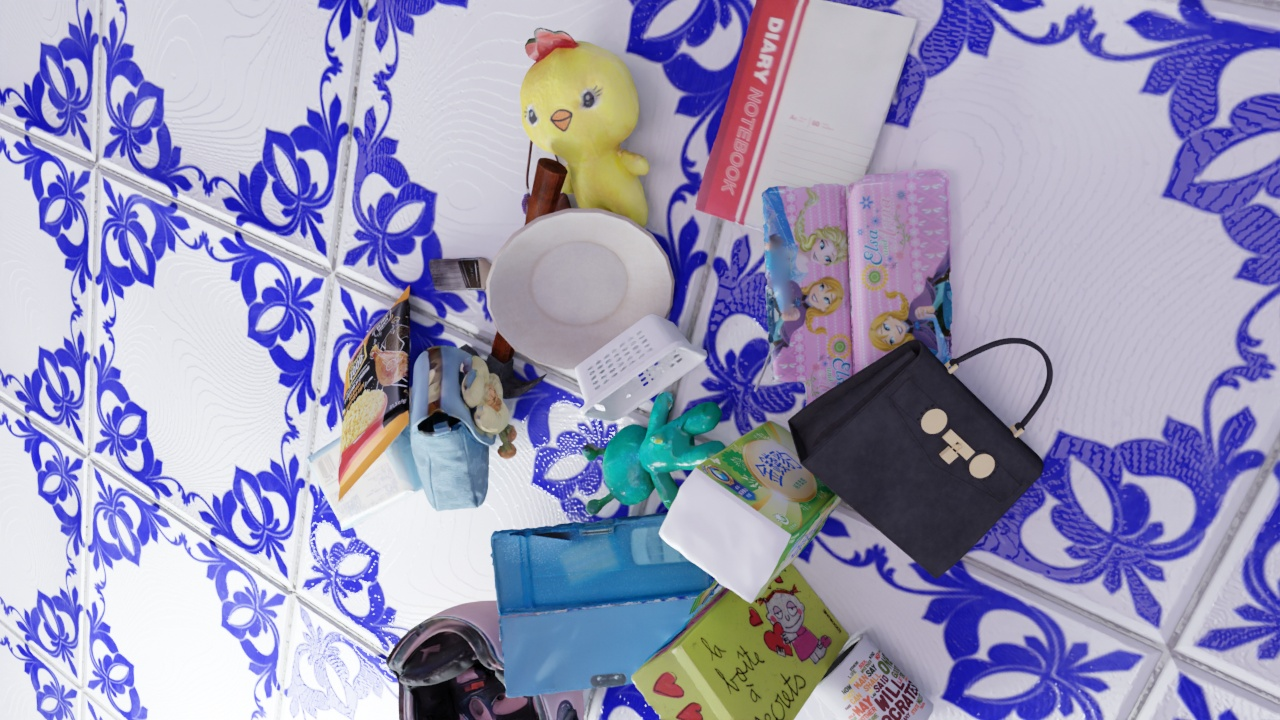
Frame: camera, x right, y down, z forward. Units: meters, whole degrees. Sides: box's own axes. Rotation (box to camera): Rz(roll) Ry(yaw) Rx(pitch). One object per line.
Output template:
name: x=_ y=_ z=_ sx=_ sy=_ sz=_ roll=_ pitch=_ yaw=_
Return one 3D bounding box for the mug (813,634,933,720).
mug: x=0.218 y=0.332 z=0.897 sx=0.089 sy=0.073 sz=0.105 roll=45 pitch=144 yaw=14

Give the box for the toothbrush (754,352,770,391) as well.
toothbrush: x=0.143 y=-0.054 z=0.841 sx=0.010 sy=0.010 sz=0.181 roll=22 pitch=89 yaw=24

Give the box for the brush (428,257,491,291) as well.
brush: x=-0.183 y=-0.100 z=1.054 sx=0.151 sy=0.012 sz=0.039 roll=1 pitch=102 yaw=29

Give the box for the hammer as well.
hammer: x=-0.128 y=-0.079 z=0.980 sx=0.111 sy=0.028 sz=0.301 roll=35 pitch=130 yaw=16

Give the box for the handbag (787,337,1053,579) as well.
handbag: x=0.261 y=0.058 z=0.774 sx=0.175 sy=0.072 sz=0.196 roll=40 pitch=110 yaw=-18

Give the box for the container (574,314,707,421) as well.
container: x=-0.006 y=0.005 z=0.931 sx=0.129 sy=0.080 sz=0.049 roll=-35 pitch=68 yaw=18

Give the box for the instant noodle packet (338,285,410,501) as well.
instant noodle packet: x=-0.314 y=0.036 z=1.085 sx=0.160 sy=0.032 sz=0.220 roll=-44 pitch=39 yaw=30

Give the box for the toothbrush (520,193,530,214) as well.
toothbrush: x=-0.107 y=-0.093 z=1.008 sx=0.016 sy=0.018 sz=0.182 roll=-11 pitch=96 yaw=5

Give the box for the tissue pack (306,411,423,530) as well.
tissue pack: x=-0.334 y=0.133 z=1.163 sx=0.182 sy=0.069 sz=0.112 roll=-28 pitch=87 yaw=29

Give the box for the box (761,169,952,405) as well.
box: x=0.191 y=-0.047 z=0.810 sx=0.159 sy=0.035 sz=0.230 roll=-3 pitch=101 yaw=9

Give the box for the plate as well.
plate: x=-0.060 y=-0.074 z=0.933 sx=0.188 sy=0.027 sz=0.189 roll=-4 pitch=126 yaw=-5

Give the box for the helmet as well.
helmet: x=-0.165 y=0.396 z=1.077 sx=0.231 sy=0.152 sz=0.255 roll=-23 pitch=92 yaw=30

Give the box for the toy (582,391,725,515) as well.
toy: x=0.010 y=0.098 z=0.945 sx=0.194 sy=0.072 sz=0.130 roll=-27 pitch=61 yaw=42

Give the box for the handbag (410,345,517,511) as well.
handbag: x=-0.199 y=0.081 z=1.032 sx=0.118 sy=0.121 sz=0.192 roll=-5 pitch=134 yaw=-8

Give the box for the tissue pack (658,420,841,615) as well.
tissue pack: x=0.097 y=0.157 z=0.846 sx=0.120 sy=0.197 sz=0.142 roll=37 pitch=115 yaw=25

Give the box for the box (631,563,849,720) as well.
box: x=0.099 y=0.278 z=0.860 sx=0.081 sy=0.220 sz=0.124 roll=-43 pitch=77 yaw=29

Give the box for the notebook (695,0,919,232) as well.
notebook: x=0.143 y=-0.216 z=0.829 sx=0.153 sy=0.012 sz=0.209 roll=22 pitch=105 yaw=24

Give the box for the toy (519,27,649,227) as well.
toy: x=-0.049 y=-0.226 z=0.908 sx=0.134 sy=0.092 sz=0.208 roll=-2 pitch=110 yaw=36

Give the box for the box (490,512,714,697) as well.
box: x=-0.037 y=0.254 z=0.965 sx=0.231 sy=0.033 sz=0.174 roll=-5 pitch=87 yaw=1

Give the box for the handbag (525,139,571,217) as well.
handbag: x=-0.101 y=-0.191 z=0.977 sx=0.055 sy=0.029 sz=0.119 roll=-6 pitch=92 yaw=6
